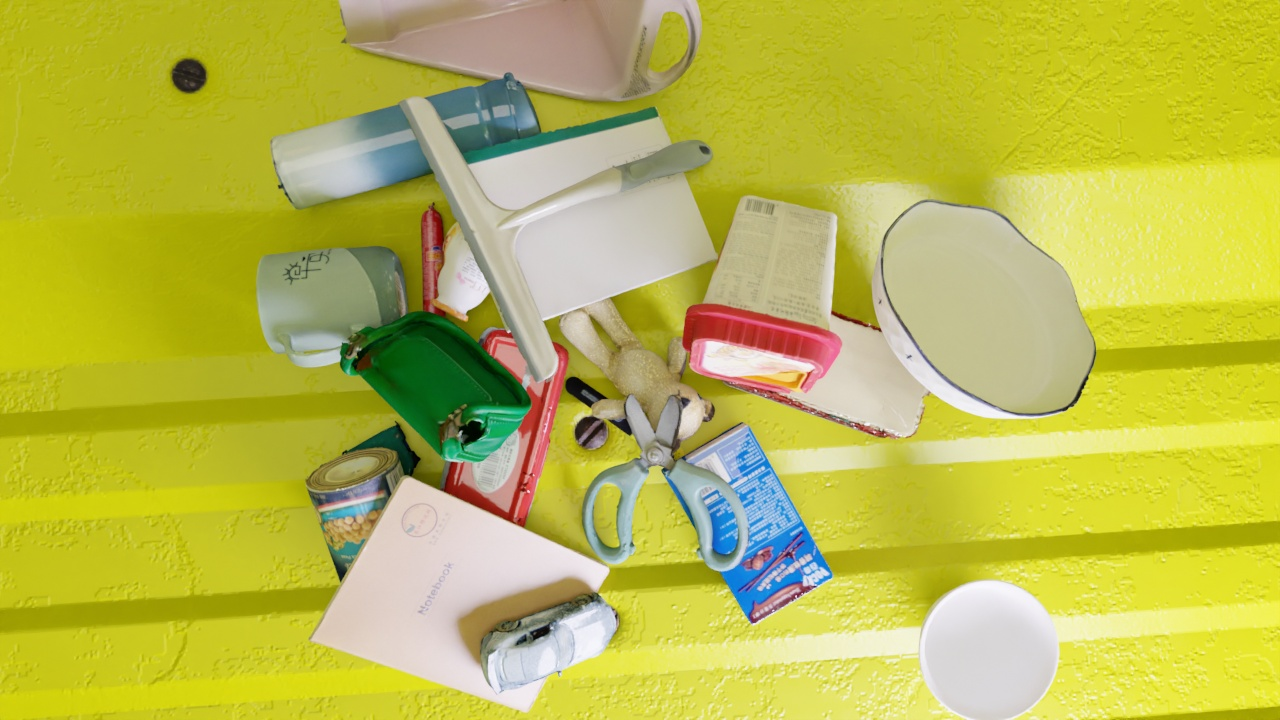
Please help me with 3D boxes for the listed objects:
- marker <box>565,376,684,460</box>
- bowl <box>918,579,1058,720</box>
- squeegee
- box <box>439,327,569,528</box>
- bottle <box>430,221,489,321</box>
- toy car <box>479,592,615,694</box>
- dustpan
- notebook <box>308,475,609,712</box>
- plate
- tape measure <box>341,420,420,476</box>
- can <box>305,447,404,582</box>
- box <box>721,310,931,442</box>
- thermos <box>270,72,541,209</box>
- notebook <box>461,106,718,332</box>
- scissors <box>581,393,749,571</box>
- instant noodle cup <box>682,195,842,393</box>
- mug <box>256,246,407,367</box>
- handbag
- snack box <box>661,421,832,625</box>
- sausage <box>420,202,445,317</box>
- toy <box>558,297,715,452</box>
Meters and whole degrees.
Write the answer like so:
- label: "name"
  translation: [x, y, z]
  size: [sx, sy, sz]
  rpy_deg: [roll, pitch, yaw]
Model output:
- label: "marker"
  translation: [-0.014, 0.053, 0.806]
  size: [0.124, 0.015, 0.018]
  rpy_deg: [35, 83, -2]
- label: "bowl"
  translation: [0.288, 0.242, 0.791]
  size: [0.118, 0.065, 0.118]
  rpy_deg: [0, 88, -2]
- label: "squeegee"
  translation: [-0.030, -0.142, 0.755]
  size: [0.246, 0.039, 0.246]
  rpy_deg: [-25, 89, -26]
- label: "box"
  translation: [-0.124, 0.073, 0.793]
  size: [0.087, 0.048, 0.201]
  rpy_deg: [15, 88, 0]
- label: "bottle"
  translation: [-0.138, -0.088, 0.780]
  size: [0.063, 0.063, 0.108]
  rpy_deg: [27, 87, -2]
- label: "toy car"
  translation: [-0.076, 0.238, 0.771]
  size: [0.120, 0.037, 0.054]
  rpy_deg: [-16, 109, -25]
- label: "dustpan"
  translation: [-0.100, -0.275, 0.710]
  size: [0.273, 0.223, 0.138]
  rpy_deg: [-15, 77, -10]
- label: "notebook"
  translation: [-0.141, 0.198, 0.755]
  size: [0.207, 0.008, 0.148]
  rpy_deg: [31, 87, -29]
- label: "plate"
  translation: [0.281, -0.040, 0.767]
  size: [0.204, 0.046, 0.204]
  rpy_deg: [10, 60, -18]
- label: "tape measure"
  translation: [-0.223, 0.089, 0.791]
  size: [0.058, 0.025, 0.054]
  rpy_deg: [-29, 89, -2]
- label: "can"
  translation: [-0.220, 0.134, 0.749]
  size: [0.075, 0.075, 0.111]
  rpy_deg: [-13, 109, -3]
- label: "box"
  translation: [0.160, 0.006, 0.784]
  size: [0.168, 0.079, 0.091]
  rpy_deg: [19, 87, -1]
- label: "thermos"
  translation: [-0.195, -0.185, 0.781]
  size: [0.220, 0.070, 0.070]
  rpy_deg: [-15, 89, -3]
- label: "notebook"
  translation: [-0.046, -0.125, 0.773]
  size: [0.208, 0.012, 0.150]
  rpy_deg: [-21, 88, -26]
- label: "scissors"
  translation: [0.031, 0.113, 0.766]
  size: [0.178, 0.019, 0.174]
  rpy_deg: [23, 111, 11]
- label: "instant noodle cup"
  translation: [0.099, -0.051, 0.710]
  size: [0.117, 0.116, 0.124]
  rpy_deg: [13, 74, 4]
- label: "mug"
  translation: [-0.251, -0.041, 0.754]
  size: [0.106, 0.082, 0.111]
  rpy_deg: [-5, 48, -6]
- label: "handbag"
  translation: [-0.157, 0.020, 0.715]
  size: [0.131, 0.120, 0.068]
  rpy_deg: [41, 98, 9]
- label: "snack box"
  translation: [0.093, 0.141, 0.797]
  size: [0.084, 0.026, 0.157]
  rpy_deg: [-30, 96, -3]
- label: "sausage"
  translation: [-0.180, -0.061, 0.800]
  size: [0.020, 0.020, 0.156]
  rpy_deg: [-1, 89, -3]
- label: "toy"
  translation: [-0.005, 0.005, 0.784]
  size: [0.105, 0.066, 0.157]
  rpy_deg: [-41, 88, -20]
